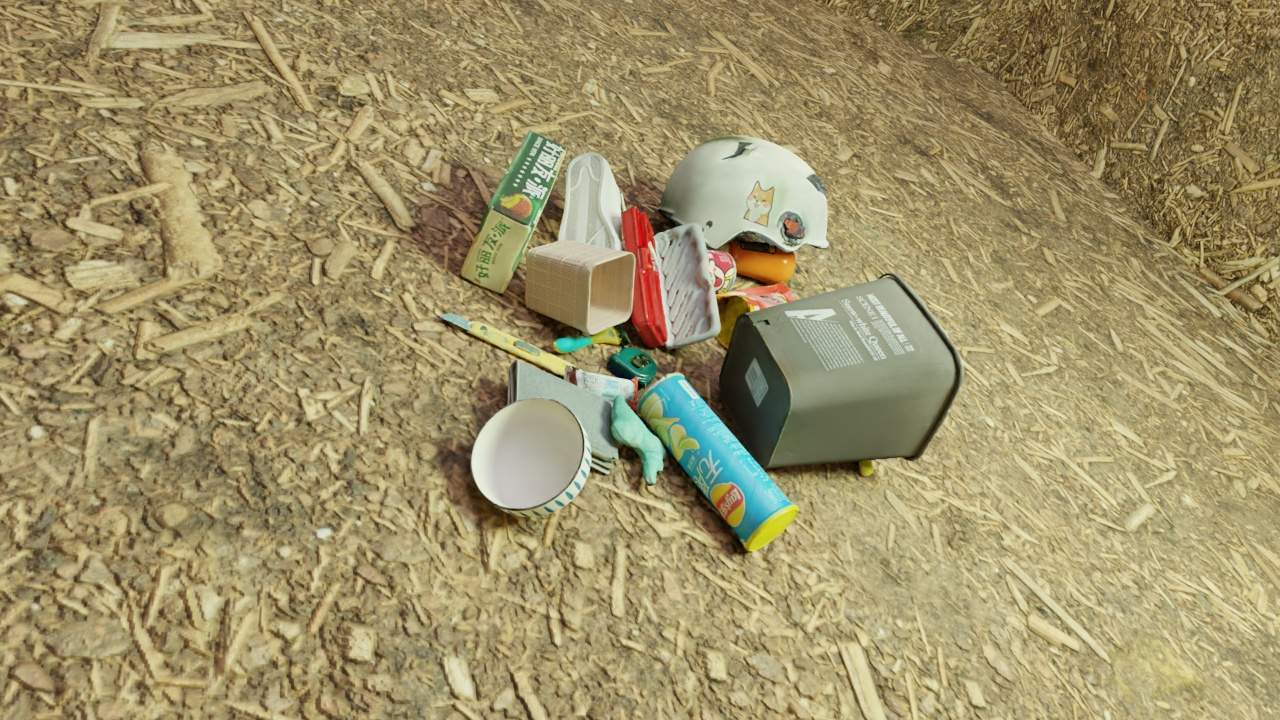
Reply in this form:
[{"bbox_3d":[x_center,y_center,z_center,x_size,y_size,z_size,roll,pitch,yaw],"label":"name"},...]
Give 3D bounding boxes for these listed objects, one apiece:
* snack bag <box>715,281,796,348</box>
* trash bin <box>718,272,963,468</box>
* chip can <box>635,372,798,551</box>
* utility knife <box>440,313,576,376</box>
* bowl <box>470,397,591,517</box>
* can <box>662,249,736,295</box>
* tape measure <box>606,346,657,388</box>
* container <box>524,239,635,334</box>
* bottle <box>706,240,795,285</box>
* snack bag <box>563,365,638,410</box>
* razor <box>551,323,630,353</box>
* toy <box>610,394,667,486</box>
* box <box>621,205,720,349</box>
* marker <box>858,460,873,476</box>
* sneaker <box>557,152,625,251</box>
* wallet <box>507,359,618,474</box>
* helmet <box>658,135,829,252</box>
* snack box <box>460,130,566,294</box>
[{"bbox_3d":[0.190,-0.065,1.340,0.207,0.073,0.128,-9,48,-48],"label":"snack bag"},{"bbox_3d":[0.234,0.021,1.129,0.219,0.199,0.198,-8,48,-20],"label":"trash bin"},{"bbox_3d":[0.082,0.111,1.030,0.071,0.071,0.210,-13,53,-44],"label":"chip can"},{"bbox_3d":[-0.149,-0.015,1.076,0.182,0.019,0.030,21,30,-6],"label":"utility knife"},{"bbox_3d":[-0.100,0.101,0.898,0.116,0.116,0.066,54,-3,31],"label":"bowl"},{"bbox_3d":[0.083,-0.130,1.335,0.093,0.067,0.066,5,42,-32],"label":"can"},{"bbox_3d":[-0.007,0.007,1.136,0.058,0.025,0.054,38,37,9],"label":"tape measure"},{"bbox_3d":[-0.078,-0.097,1.134,0.111,0.090,0.090,20,28,31],"label":"container"},{"bbox_3d":[0.166,-0.160,1.441,0.149,0.067,0.066,9,39,-16],"label":"bottle"},{"bbox_3d":[-0.042,0.033,1.074,0.105,0.026,0.045,10,71,-28],"label":"snack bag"},{"bbox_3d":[-0.066,-0.026,1.131,0.132,0.028,0.043,-17,82,-51],"label":"razor"},{"bbox_3d":[0.000,0.092,1.014,0.092,0.030,0.096,45,26,-26],"label":"toy"},{"bbox_3d":[0.038,-0.118,1.222,0.094,0.100,0.200,57,22,-54],"label":"box"},{"bbox_3d":[0.297,0.112,1.236,0.018,0.015,0.123,24,32,-10],"label":"marker"},{"bbox_3d":[-0.061,-0.174,1.286,0.090,0.091,0.241,-13,57,14],"label":"sneaker"},{"bbox_3d":[-0.086,0.064,0.996,0.129,0.037,0.106,27,34,-26],"label":"wallet"},{"bbox_3d":[0.168,-0.262,1.405,0.274,0.157,0.230,2,20,-14],"label":"helmet"},{"bbox_3d":[-0.162,-0.199,1.202,0.063,0.115,0.239,24,36,-10],"label":"snack box"}]
